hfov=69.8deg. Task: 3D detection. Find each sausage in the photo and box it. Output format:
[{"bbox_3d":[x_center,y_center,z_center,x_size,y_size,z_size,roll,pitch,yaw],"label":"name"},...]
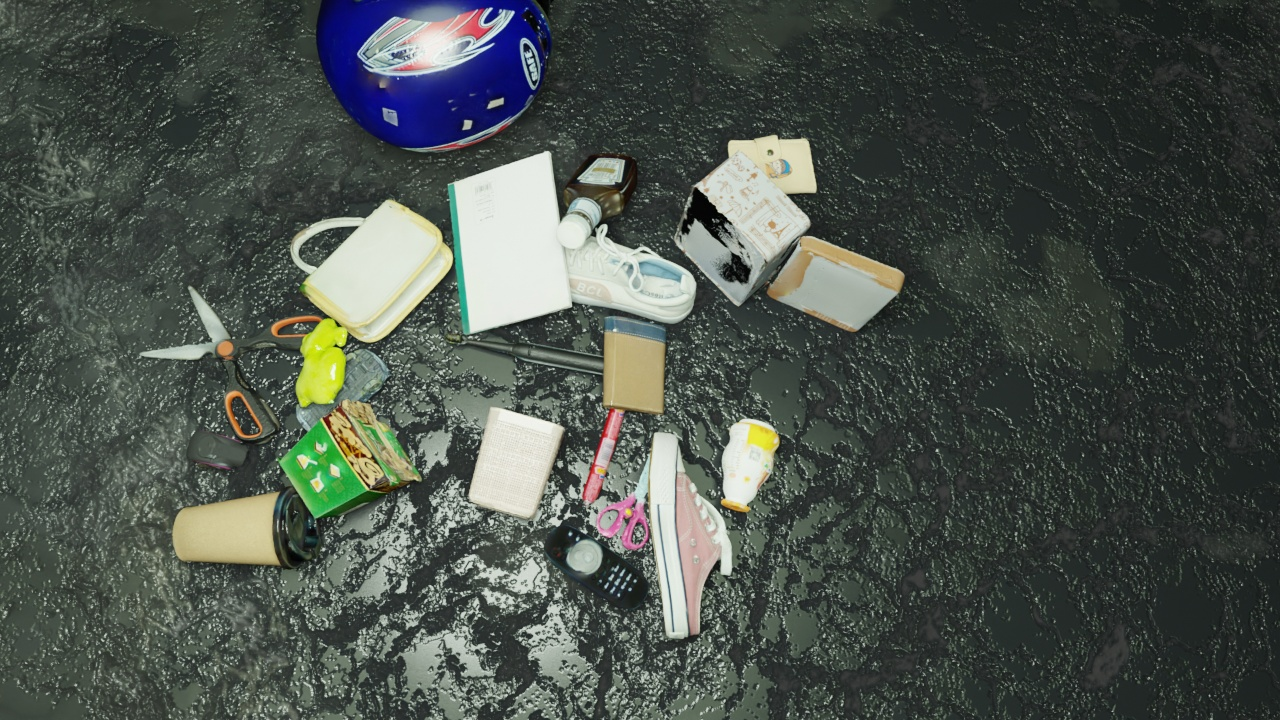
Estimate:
[{"bbox_3d":[-0.043,0.108,1.131,0.020,0.020,0.155,18,74,-1],"label":"sausage"}]

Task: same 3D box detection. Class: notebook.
[{"bbox_3d":[-0.168,-0.147,1.154,0.151,0.012,0.209,-13,75,18],"label":"notebook"}]

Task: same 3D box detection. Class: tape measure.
[{"bbox_3d":[-0.493,0.106,1.062,0.058,0.057,0.039,4,74,37],"label":"tape measure"}]

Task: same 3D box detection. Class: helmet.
[{"bbox_3d":[-0.227,-0.389,1.116,0.315,0.247,0.240,-27,62,-6],"label":"helmet"}]

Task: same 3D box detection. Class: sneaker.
[{"bbox_3d":[0.058,0.201,1.073,0.088,0.118,0.241,-6,88,-2],"label":"sneaker"},{"bbox_3d":[-0.044,-0.115,1.151,0.242,0.091,0.089,19,73,0],"label":"sneaker"}]

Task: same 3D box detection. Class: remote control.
[{"bbox_3d":[-0.053,0.246,1.092,0.136,0.024,0.053,33,76,4],"label":"remote control"}]

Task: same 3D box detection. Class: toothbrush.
[{"bbox_3d":[-0.139,-0.010,1.146,0.212,0.027,0.026,11,81,-4],"label":"toothbrush"}]

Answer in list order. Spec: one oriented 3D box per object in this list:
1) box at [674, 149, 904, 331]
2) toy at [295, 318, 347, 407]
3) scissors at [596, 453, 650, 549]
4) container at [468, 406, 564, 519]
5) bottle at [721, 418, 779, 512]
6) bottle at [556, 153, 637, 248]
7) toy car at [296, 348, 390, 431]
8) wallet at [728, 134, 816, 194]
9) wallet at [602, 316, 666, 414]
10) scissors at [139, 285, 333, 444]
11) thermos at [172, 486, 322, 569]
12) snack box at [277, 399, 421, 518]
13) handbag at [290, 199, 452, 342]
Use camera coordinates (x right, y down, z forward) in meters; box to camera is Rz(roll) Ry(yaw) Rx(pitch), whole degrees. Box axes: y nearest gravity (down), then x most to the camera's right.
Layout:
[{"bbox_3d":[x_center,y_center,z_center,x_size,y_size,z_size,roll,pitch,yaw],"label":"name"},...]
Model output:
[{"bbox_3d":[0.178,-0.124,1.132,0.110,0.179,0.259,-43,84,-15],"label":"box"},{"bbox_3d":[-0.374,0.004,1.079,0.097,0.031,0.100,-38,62,17],"label":"toy"},{"bbox_3d":[0.007,0.168,1.125,0.073,0.017,0.137,37,70,-1],"label":"scissors"},{"bbox_3d":[-0.148,0.124,1.081,0.090,0.090,0.110,16,77,-2],"label":"container"},{"bbox_3d":[0.129,0.129,1.121,0.063,0.063,0.108,19,74,-1],"label":"bottle"},{"bbox_3d":[-0.058,-0.199,1.138,0.080,0.044,0.194,5,37,13],"label":"bottle"},{"bbox_3d":[-0.358,0.040,1.105,0.120,0.037,0.054,-44,76,-5],"label":"toy car"},{"bbox_3d":[0.178,-0.266,1.249,0.115,0.024,0.087,-5,75,-6],"label":"wallet"},{"bbox_3d":[-0.007,0.007,1.142,0.090,0.033,0.115,10,73,-34],"label":"wallet"},{"bbox_3d":[-0.482,-0.001,1.112,0.234,0.022,0.220,-14,73,-9],"label":"scissors"},{"bbox_3d":[-0.442,0.192,1.035,0.143,0.093,0.093,-5,76,1],"label":"thermos"},{"bbox_3d":[-0.337,0.123,1.056,0.105,0.118,0.117,-36,81,-1],"label":"snack box"},{"bbox_3d":[-0.345,-0.125,1.145,0.179,0.063,0.163,35,74,19],"label":"handbag"}]
